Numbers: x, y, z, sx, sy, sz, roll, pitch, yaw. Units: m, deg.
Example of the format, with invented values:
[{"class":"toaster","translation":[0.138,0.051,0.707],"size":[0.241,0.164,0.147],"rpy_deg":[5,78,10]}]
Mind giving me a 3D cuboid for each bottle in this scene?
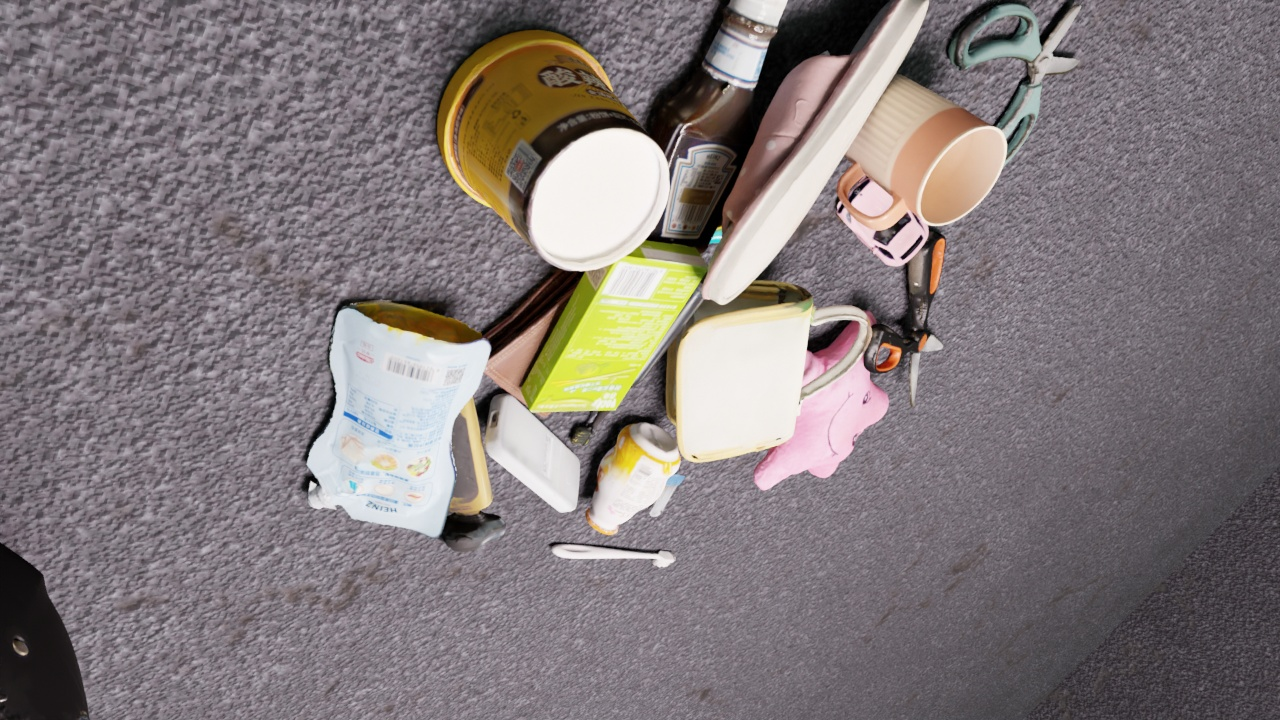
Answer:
[{"class":"bottle","translation":[0.048,-0.167,0.647],"size":[0.079,0.044,0.195],"rpy_deg":[-4,129,-39]},{"class":"bottle","translation":[-0.011,0.111,0.850],"size":[0.063,0.063,0.109],"rpy_deg":[11,120,-42]}]

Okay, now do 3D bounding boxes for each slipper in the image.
[{"class":"slipper","translation":[0.117,-0.160,0.660],"size":[0.274,0.054,0.114],"rpy_deg":[-55,167,-7]}]

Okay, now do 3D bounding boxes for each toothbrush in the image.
[{"class":"toothbrush","translation":[-0.027,0.206,0.966],"size":[0.180,0.016,0.016],"rpy_deg":[16,122,-45]},{"class":"toothbrush","translation":[-0.005,0.004,0.762],"size":[0.027,0.026,0.213],"rpy_deg":[0,139,-40]}]

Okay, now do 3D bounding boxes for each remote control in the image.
[{"class":"remote control","translation":[-0.089,0.080,0.773],"size":[0.020,0.055,0.136],"rpy_deg":[-12,146,20]}]

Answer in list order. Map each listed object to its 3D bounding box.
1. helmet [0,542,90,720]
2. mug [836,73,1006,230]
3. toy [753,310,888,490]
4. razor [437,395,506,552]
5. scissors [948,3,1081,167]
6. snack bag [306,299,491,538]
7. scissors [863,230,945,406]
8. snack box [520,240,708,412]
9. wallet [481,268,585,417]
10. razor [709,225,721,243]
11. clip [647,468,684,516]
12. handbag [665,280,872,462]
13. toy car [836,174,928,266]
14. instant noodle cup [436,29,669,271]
[{"class":"helmet","translation":[-0.437,0.177,0.472],"size":[0.233,0.230,0.275],"rpy_deg":[-42,131,-9]},{"class":"mug","translation":[0.206,-0.157,0.723],"size":[0.114,0.106,0.081],"rpy_deg":[-45,140,8]},{"class":"toy","translation":[0.196,0.040,0.926],"size":[0.178,0.074,0.195],"rpy_deg":[-6,119,-40]},{"class":"razor","translation":[-0.144,0.087,0.734],"size":[0.062,0.067,0.168],"rpy_deg":[0,126,-2]},{"class":"scissors","translation":[0.310,-0.235,0.795],"size":[0.169,0.019,0.172],"rpy_deg":[3,127,-37]},{"class":"snack bag","translation":[-0.181,0.049,0.671],"size":[0.110,0.038,0.191],"rpy_deg":[10,122,-19]},{"class":"scissors","translation":[0.273,-0.028,0.933],"size":[0.227,0.022,0.221],"rpy_deg":[-30,133,-44]},{"class":"snack box","translation":[-0.022,-0.022,0.687],"size":[0.085,0.026,0.157],"rpy_deg":[1,134,-38]},{"class":"wallet","translation":[-0.060,-0.017,0.720],"size":[0.124,0.032,0.101],"rpy_deg":[-40,143,4]},{"class":"razor","translation":[0.057,-0.091,0.736],"size":[0.132,0.028,0.043],"rpy_deg":[-22,169,-16]},{"class":"clip","translation":[0.022,0.133,0.932],"size":[0.025,0.036,0.058],"rpy_deg":[6,120,-42]},{"class":"handbag","translation":[0.112,0.003,0.810],"size":[0.178,0.063,0.164],"rpy_deg":[-8,131,-8]},{"class":"toy car","translation":[0.221,-0.123,0.822],"size":[0.056,0.037,0.122],"rpy_deg":[-50,138,11]},{"class":"instant noodle cup","translation":[-0.050,-0.123,0.560],"size":[0.118,0.114,0.119],"rpy_deg":[-20,136,-20]}]
